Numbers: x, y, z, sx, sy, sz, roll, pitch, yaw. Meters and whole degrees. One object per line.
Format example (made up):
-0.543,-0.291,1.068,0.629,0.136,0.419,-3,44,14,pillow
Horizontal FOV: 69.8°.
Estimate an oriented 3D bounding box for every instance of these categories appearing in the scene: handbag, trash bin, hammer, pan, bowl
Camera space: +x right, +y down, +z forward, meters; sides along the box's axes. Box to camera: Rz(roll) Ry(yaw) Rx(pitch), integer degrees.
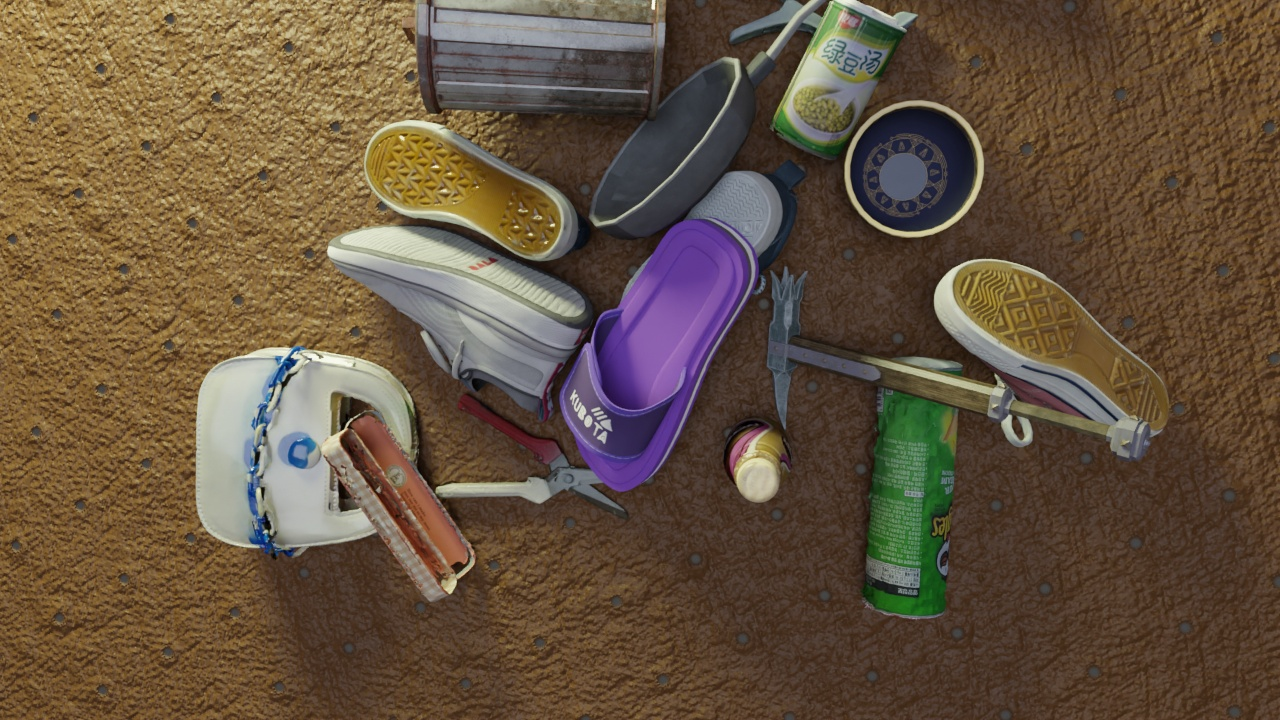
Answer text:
-0.313,0.086,0.870,0.199,0.093,0.200,1,95,-2,handbag
-0.090,-0.270,0.772,0.211,0.131,0.131,2,95,-4,trash bin
0.235,0.025,0.734,0.317,0.028,0.147,18,115,41,hammer
0.092,-0.229,0.740,0.041,0.178,0.358,38,110,-23,pan
0.230,-0.161,0.790,0.112,0.061,0.112,1,95,7,bowl

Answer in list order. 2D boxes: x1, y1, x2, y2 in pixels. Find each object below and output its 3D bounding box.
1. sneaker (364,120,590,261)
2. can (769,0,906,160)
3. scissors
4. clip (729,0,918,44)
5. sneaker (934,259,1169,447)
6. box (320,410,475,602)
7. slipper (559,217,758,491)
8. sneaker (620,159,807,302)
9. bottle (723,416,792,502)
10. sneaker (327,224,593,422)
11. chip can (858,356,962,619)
-0.145,-0.155,0.834,0.236,0.079,0.087,25,106,22,sneaker
0.165,-0.238,0.773,0.067,0.067,0.121,27,115,4,can
-0.110,0.103,0.879,0.179,0.015,0.193,-32,91,7,scissors
0.163,-0.292,0.805,0.172,0.029,0.141,-16,91,9,clip
0.333,-0.001,0.778,0.241,0.088,0.118,31,65,-15,sneaker
-0.221,0.136,0.853,0.043,0.083,0.187,-26,106,18,box
-0.004,0.004,0.766,0.107,0.083,0.267,41,122,19,slipper
0.060,-0.074,0.808,0.089,0.087,0.236,46,124,15,sneaker
0.099,0.086,0.775,0.060,0.166,0.059,1,95,7,bottle
-0.173,-0.040,0.844,0.263,0.096,0.129,23,118,14,sneaker
0.238,0.108,0.807,0.075,0.075,0.223,4,95,7,chip can
